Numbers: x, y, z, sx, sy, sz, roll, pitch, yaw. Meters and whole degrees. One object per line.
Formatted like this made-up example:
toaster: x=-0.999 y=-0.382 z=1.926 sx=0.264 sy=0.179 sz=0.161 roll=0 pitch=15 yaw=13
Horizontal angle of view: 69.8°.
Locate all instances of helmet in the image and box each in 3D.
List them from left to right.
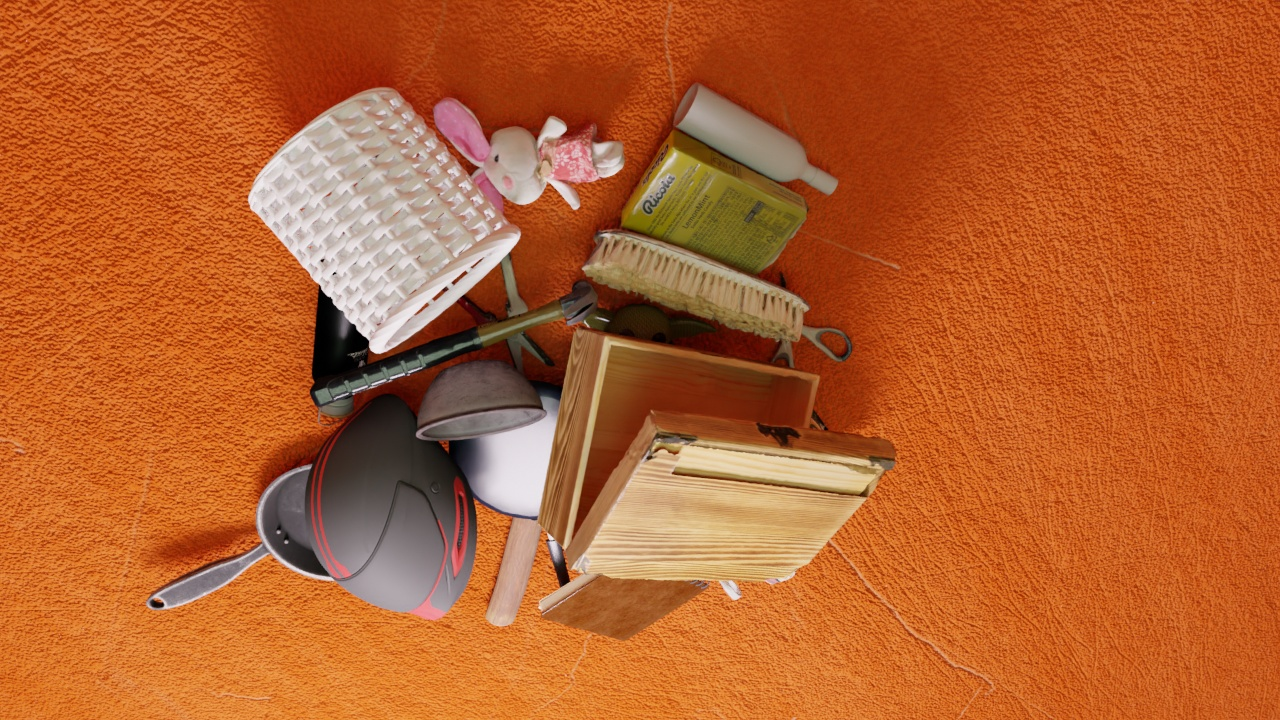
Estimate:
helmet: x=-0.300 y=0.168 z=1.064 sx=0.165 sy=0.264 sz=0.169 roll=-18 pitch=160 yaw=38

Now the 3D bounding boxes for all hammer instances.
hammer: x=-0.204 y=-0.017 z=1.024 sx=0.333 sy=0.118 sz=0.025 roll=-20 pitch=107 yaw=-4
hammer: x=-0.165 y=0.239 z=1.234 sx=0.158 sy=0.037 sz=0.301 roll=11 pitch=116 yaw=-12

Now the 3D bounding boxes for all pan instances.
pan: x=-0.473 y=0.239 z=1.187 sx=0.357 sy=0.055 sz=0.187 roll=-22 pitch=118 yaw=5
pan: x=-0.124 y=0.184 z=1.166 sx=0.199 sy=0.021 sz=0.357 roll=-9 pitch=117 yaw=5

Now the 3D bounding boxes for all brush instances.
brush: x=0.068 y=-0.085 z=1.056 sx=0.271 sy=0.083 sz=0.056 roll=19 pitch=77 yaw=-14

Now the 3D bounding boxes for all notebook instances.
notebook: x=-0.014 y=0.317 z=1.249 sx=0.168 sy=0.024 sz=0.225 roll=-35 pitch=144 yaw=12

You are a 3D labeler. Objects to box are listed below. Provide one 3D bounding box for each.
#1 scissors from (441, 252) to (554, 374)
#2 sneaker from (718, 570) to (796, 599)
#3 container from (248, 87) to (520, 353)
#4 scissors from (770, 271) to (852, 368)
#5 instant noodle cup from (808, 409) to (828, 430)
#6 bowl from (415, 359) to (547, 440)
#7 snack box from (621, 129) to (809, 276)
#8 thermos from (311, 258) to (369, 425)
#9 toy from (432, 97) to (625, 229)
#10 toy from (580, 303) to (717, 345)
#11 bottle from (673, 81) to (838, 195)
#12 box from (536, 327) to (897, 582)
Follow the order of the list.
scissors: x=-0.170 y=-0.067 z=1.082 sx=0.194 sy=0.015 sz=0.180 roll=18 pitch=115 yaw=-17
sneaker: x=0.125 y=0.241 z=1.230 sx=0.088 sy=0.118 sz=0.241 roll=-31 pitch=132 yaw=11
container: x=-0.250 y=-0.137 z=0.910 sx=0.189 sy=0.189 sz=0.187 roll=-39 pitch=95 yaw=14
scissors: x=0.193 y=-0.029 z=1.146 sx=0.157 sy=0.012 sz=0.169 roll=11 pitch=115 yaw=-13
instant noodle cup: x=0.191 y=0.137 z=1.175 sx=0.112 sy=0.137 sz=0.137 roll=-31 pitch=118 yaw=21
bowl: x=-0.182 y=0.041 z=1.025 sx=0.145 sy=0.145 sz=0.067 roll=-11 pitch=78 yaw=-1
snack box: x=0.084 y=-0.169 z=1.025 sx=0.180 sy=0.045 sz=0.122 roll=21 pitch=133 yaw=-18
thermos: x=-0.344 y=-0.024 z=1.058 sx=0.061 sy=0.061 sz=0.232 roll=9 pitch=117 yaw=-12
toy: x=-0.113 y=-0.207 z=0.973 sx=0.194 sy=0.084 sz=0.159 roll=-3 pitch=121 yaw=2
toy: x=-0.006 y=0.006 z=1.104 sx=0.179 sy=0.078 sz=0.153 roll=6 pitch=117 yaw=-7
bottle: x=0.132 y=-0.234 z=1.006 sx=0.195 sy=0.052 sz=0.053 roll=24 pitch=113 yaw=-18
box: x=0.071 y=0.132 z=0.965 sx=0.278 sy=0.264 sz=0.269 roll=9 pitch=96 yaw=-27
